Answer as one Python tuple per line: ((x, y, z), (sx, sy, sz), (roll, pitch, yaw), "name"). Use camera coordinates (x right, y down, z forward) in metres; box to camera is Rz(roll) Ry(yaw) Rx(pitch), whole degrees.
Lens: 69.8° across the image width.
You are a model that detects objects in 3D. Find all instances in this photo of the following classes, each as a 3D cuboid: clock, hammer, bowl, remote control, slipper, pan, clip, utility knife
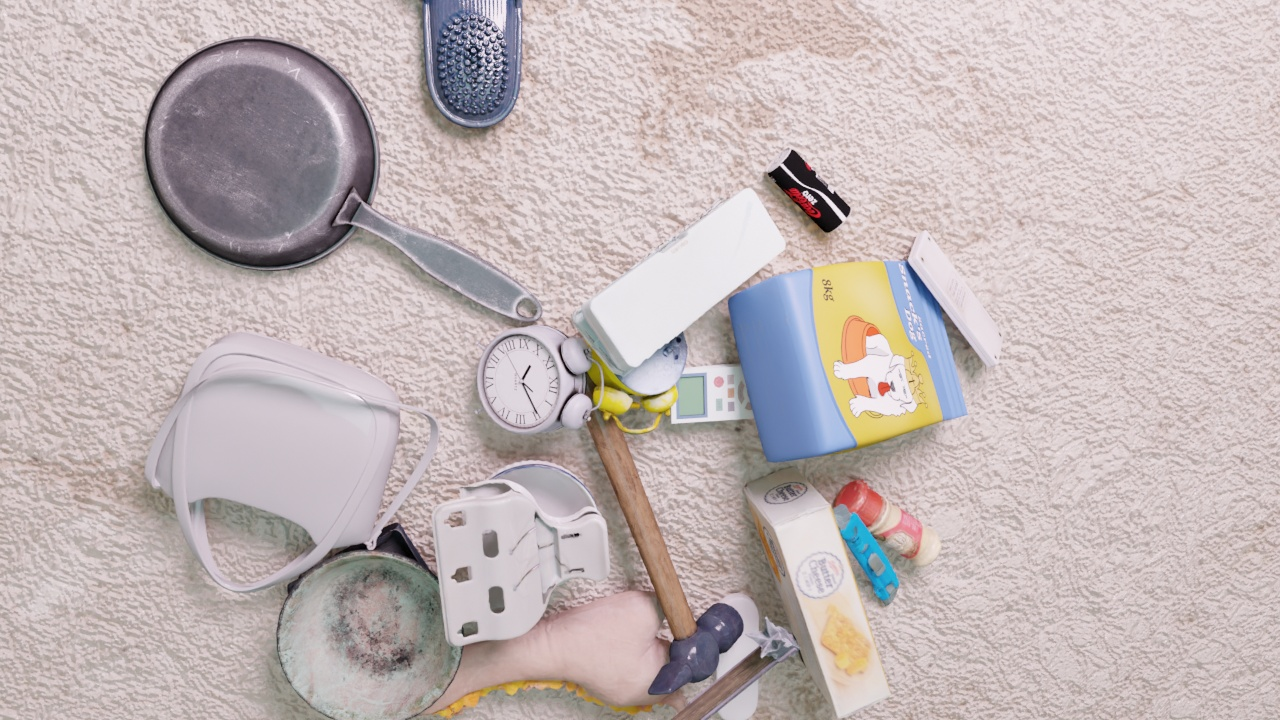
((-0.005, 0.005, 0.796), (0.083, 0.057, 0.118), (-2, 83, -32), "clock")
((0.016, 0.349, 0.831), (0.317, 0.147, 0.028), (-39, 61, 3), "hammer")
((-0.085, 0.018, 0.783), (0.123, 0.035, 0.094), (3, 95, 28), "clock")
((-0.231, 0.236, 0.801), (0.157, 0.038, 0.157), (0, 97, -3), "bowl")
((0.096, 0.297, 0.914), (0.043, 0.013, 0.136), (-3, 102, -8), "remote control")
((-0.132, -0.317, 0.714), (0.101, 0.082, 0.264), (-4, 103, -10), "slipper")
((-0.098, 0.141, 0.826), (0.118, 0.062, 0.118), (-2, 102, -8), "bowl")
((0.295, -0.057, 0.856), (0.011, 0.050, 0.136), (-28, 110, 42), "remote control")
((-0.002, 0.138, 0.827), (0.040, 0.129, 0.322), (-19, 94, 36), "hammer")
((-0.237, -0.124, 0.761), (0.357, 0.055, 0.187), (30, 96, -9), "pan")
((-0.102, 0.160, 0.777), (0.152, 0.097, 0.126), (-11, 106, -29), "clip")
((0.217, 0.186, 0.878), (0.031, 0.015, 0.179), (-48, 128, -12), "utility knife")
((0.096, 0.028, 0.851), (0.143, 0.024, 0.049), (-3, 98, -9), "remote control")

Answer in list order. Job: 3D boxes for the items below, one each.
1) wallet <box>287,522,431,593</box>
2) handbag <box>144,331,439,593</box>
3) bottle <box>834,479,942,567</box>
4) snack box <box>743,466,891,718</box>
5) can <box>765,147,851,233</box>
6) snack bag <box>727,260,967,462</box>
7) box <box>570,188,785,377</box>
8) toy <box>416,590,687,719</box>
((-0.247, 0.209, 0.835), (0.115, 0.026, 0.089), (-28, 104, -2), "wallet")
((-0.300, 0.104, 0.771), (0.215, 0.095, 0.223), (20, 101, -10), "handbag")
((0.242, 0.159, 0.894), (0.109, 0.044, 0.044), (34, 95, -14), "bottle")
((0.164, 0.215, 0.861), (0.057, 0.104, 0.208), (-21, 104, -4), "snack box")
((0.150, -0.151, 0.818), (0.080, 0.031, 0.031), (41, 93, -14), "can")
((0.197, -0.006, 0.811), (0.204, 0.102, 0.159), (-11, 84, -27), "snack bag")
((0.038, -0.067, 0.770), (0.083, 0.066, 0.198), (44, 64, 12), "box")
((-0.090, 0.303, 0.862), (0.264, 0.065, 0.196), (-19, 101, -3), "toy")
